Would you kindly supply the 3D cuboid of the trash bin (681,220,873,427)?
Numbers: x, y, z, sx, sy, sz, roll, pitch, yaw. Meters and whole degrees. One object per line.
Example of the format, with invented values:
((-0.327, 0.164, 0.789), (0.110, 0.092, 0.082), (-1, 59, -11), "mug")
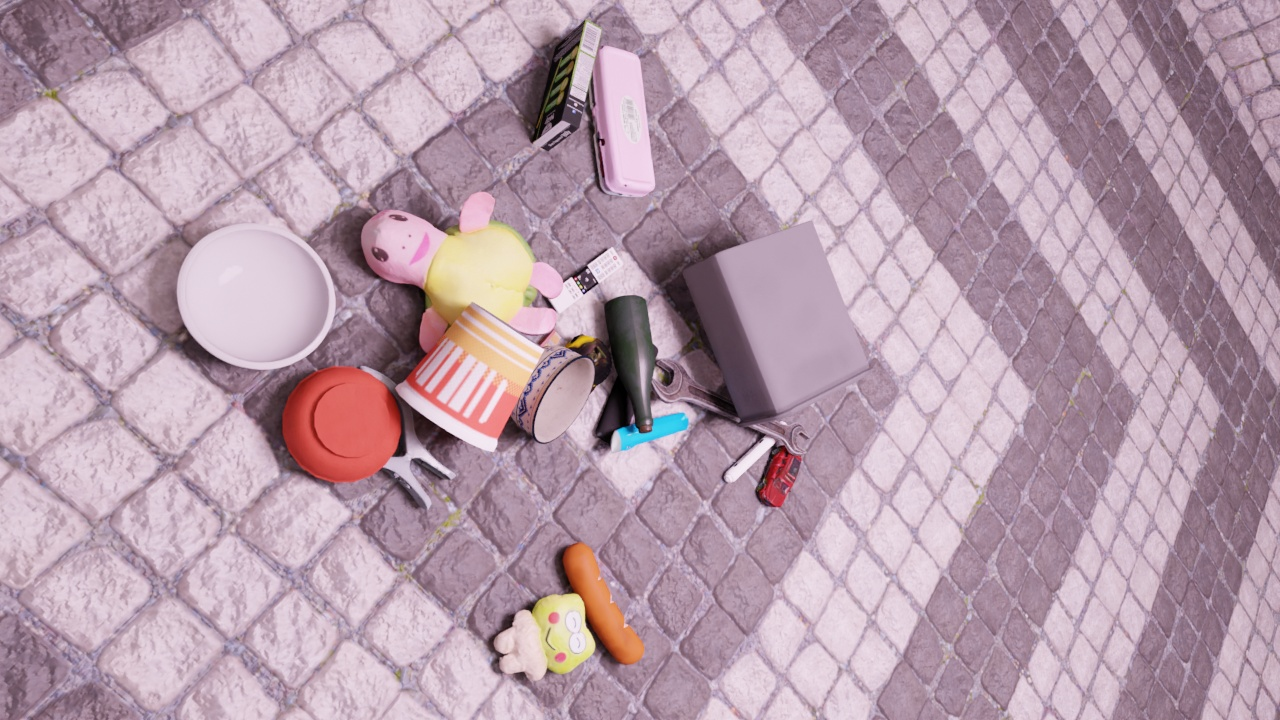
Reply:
((0.181, -0.050, 1.208), (0.191, 0.098, 0.220), (-22, 92, -34), "trash bin")

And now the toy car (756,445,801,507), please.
((0.197, 0.163, 1.289), (0.042, 0.036, 0.091), (38, 68, -23), "toy car")

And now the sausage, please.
((-0.047, 0.293, 1.097), (0.044, 0.039, 0.164), (-34, 100, -40), "sausage")

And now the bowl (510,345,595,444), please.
((-0.111, 0.033, 1.070), (0.059, 0.116, 0.115), (30, 57, 21), "bowl")

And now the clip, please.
((-0.291, 0.105, 0.978), (0.142, 0.029, 0.172), (-41, 102, -31), "clip")

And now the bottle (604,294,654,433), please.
((-0.007, 0.007, 1.151), (0.055, 0.055, 0.174), (3, 69, -33), "bottle")

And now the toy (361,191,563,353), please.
((-0.200, -0.097, 1.041), (0.238, 0.088, 0.190), (18, 94, -24), "toy")

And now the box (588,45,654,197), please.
((-0.026, -0.319, 1.232), (0.086, 0.045, 0.202), (-1, 81, -40), "box")

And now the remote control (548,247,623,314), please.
((-0.071, -0.103, 1.173), (0.124, 0.012, 0.028), (-41, 104, -32), "remote control")

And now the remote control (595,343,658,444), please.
((-0.015, 0.038, 1.179), (0.041, 0.020, 0.151), (34, 63, -25), "remote control")

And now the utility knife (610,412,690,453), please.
((0.014, 0.091, 1.179), (0.158, 0.015, 0.031), (-10, 93, -45), "utility knife")

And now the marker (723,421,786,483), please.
((0.160, 0.128, 1.280), (0.133, 0.020, 0.017), (-38, 116, -31), "marker")

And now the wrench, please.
((0.126, 0.067, 1.246), (0.273, 0.010, 0.069), (25, 49, -25), "wrench")

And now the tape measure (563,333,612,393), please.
((-0.067, 0.003, 1.140), (0.062, 0.038, 0.067), (-43, 104, -32), "tape measure")

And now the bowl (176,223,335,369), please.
((-0.391, -0.062, 0.932), (0.149, 0.043, 0.149), (7, 77, -33), "bowl")

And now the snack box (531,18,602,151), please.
((-0.093, -0.348, 1.163), (0.025, 0.080, 0.147), (21, 70, -29), "snack box")

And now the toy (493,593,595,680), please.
((-0.109, 0.319, 1.048), (0.115, 0.046, 0.092), (-14, 92, -27), "toy")

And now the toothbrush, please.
((-0.153, 0.030, 1.092), (0.015, 0.015, 0.184), (49, 60, -20), "toothbrush")

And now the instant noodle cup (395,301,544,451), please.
((-0.176, 0.013, 0.988), (0.123, 0.123, 0.121), (34, 89, -24), "instant noodle cup")

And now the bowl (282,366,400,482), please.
((-0.300, 0.063, 0.942), (0.121, 0.035, 0.122), (7, 76, -32), "bowl")
